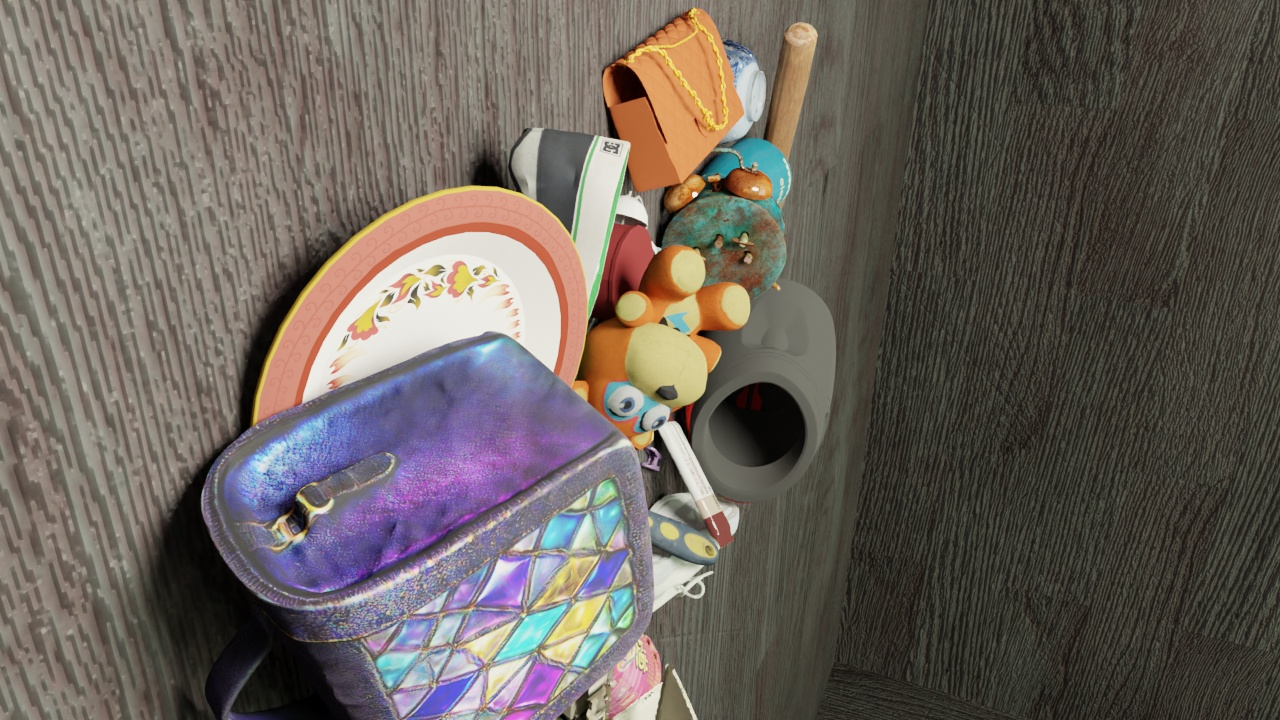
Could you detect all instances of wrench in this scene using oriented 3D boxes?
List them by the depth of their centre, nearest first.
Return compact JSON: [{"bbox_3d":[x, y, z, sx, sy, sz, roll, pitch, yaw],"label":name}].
[{"bbox_3d":[0.003,0.157,0.874,0.273,0.022,0.073,35,52,-48],"label":"wrench"}]

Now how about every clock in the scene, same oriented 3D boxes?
[{"bbox_3d":[-0.020,-0.082,0.769,0.087,0.044,0.124,70,37,-54],"label":"clock"},{"bbox_3d":[0.080,-0.130,0.899,0.073,0.121,0.158,-70,151,-55],"label":"clock"}]

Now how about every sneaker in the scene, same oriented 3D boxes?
[{"bbox_3d":[-0.070,-0.055,0.634,0.084,0.079,0.236,-77,-178,-48],"label":"sneaker"},{"bbox_3d":[0.033,0.219,1.021,0.241,0.089,0.091,-20,124,-59],"label":"sneaker"}]

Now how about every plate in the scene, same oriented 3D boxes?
[{"bbox_3d":[-0.118,0.009,0.527,0.229,0.021,0.230,-34,139,-35],"label":"plate"}]

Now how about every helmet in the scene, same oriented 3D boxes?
[{"bbox_3d":[0.140,0.021,1.071,0.169,0.164,0.265,-77,177,-57],"label":"helmet"}]

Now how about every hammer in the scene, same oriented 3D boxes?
[{"bbox_3d":[0.155,-0.247,1.059,0.301,0.037,0.157,96,17,-52],"label":"hammer"}]

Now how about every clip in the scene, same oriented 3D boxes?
[{"bbox_3d":[0.013,0.110,1.003,0.052,0.013,0.035,53,53,-67],"label":"clip"}]

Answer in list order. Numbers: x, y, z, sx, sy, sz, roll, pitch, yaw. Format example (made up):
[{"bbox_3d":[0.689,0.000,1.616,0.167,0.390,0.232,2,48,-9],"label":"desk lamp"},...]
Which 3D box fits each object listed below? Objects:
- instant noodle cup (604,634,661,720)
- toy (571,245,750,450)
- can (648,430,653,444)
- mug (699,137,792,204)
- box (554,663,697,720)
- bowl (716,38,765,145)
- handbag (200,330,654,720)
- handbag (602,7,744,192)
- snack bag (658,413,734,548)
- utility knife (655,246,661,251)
[{"bbox_3d":[-0.043,0.273,0.840,0.097,0.098,0.109,-67,149,-28],"label":"instant noodle cup"},{"bbox_3d":[0.006,-0.003,0.719,0.112,0.096,0.176,29,107,-39],"label":"toy"},{"bbox_3d":[-0.005,0.005,0.838,0.116,0.057,0.092,77,30,-47],"label":"can"},{"bbox_3d":[0.099,-0.176,0.999,0.104,0.084,0.112,-42,167,-49],"label":"mug"},{"bbox_3d":[-0.011,0.274,0.733,0.106,0.193,0.144,-23,130,-44],"label":"box"},{"bbox_3d":[0.107,-0.288,0.991,0.114,0.045,0.114,12,89,-69],"label":"bowl"},{"bbox_3d":[-0.112,0.118,0.477,0.221,0.125,0.205,-32,139,-25],"label":"handbag"},{"bbox_3d":[0.036,-0.235,0.802,0.171,0.060,0.109,-54,129,-48],"label":"handbag"},{"bbox_3d":[0.058,0.130,1.004,0.158,0.013,0.057,63,16,10],"label":"snack bag"},{"bbox_3d":[0.016,-0.077,0.831,0.151,0.015,0.022,-91,-172,-71],"label":"utility knife"}]
